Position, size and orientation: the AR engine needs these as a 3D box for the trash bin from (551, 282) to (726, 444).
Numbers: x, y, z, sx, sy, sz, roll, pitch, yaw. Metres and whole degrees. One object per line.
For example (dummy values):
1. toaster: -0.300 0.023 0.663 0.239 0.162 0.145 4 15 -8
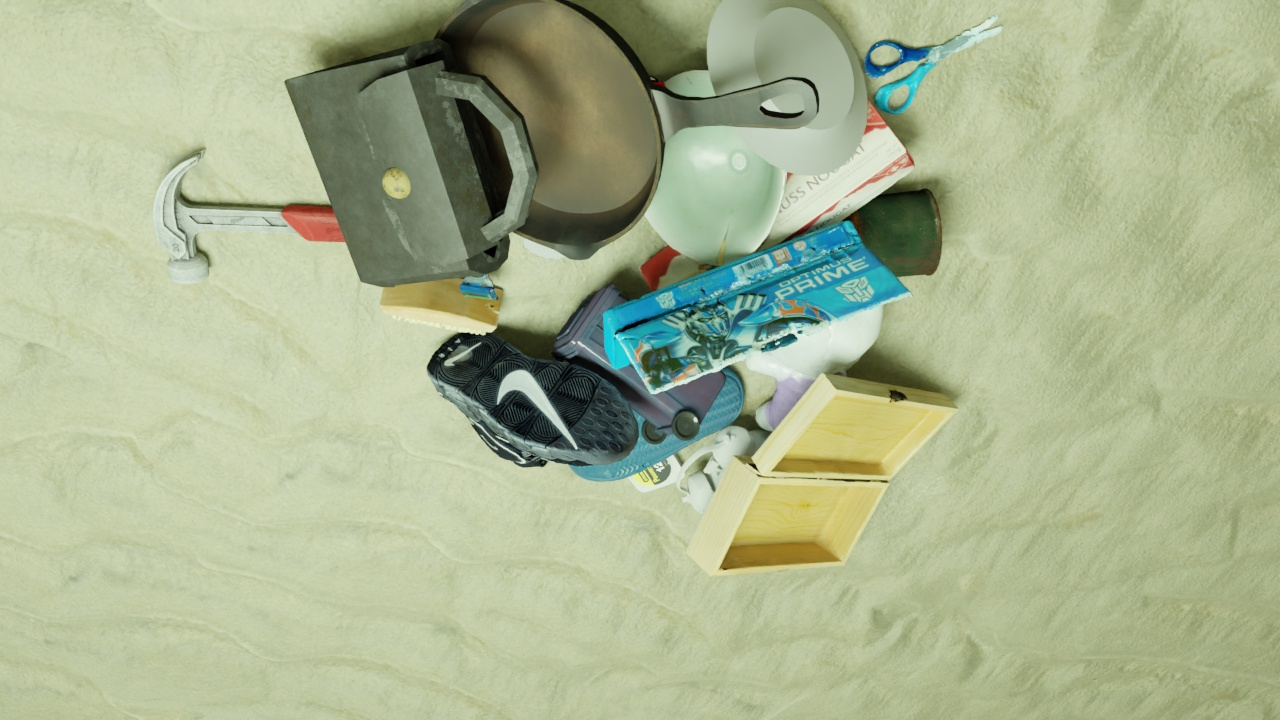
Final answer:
1. trash bin: -0.005 0.005 0.930 0.161 0.094 0.092 37 73 -11

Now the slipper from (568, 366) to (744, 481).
1. slipper: 0.012 0.060 1.019 0.213 0.059 0.104 -22 115 -7

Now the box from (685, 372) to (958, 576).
1. box: 0.203 0.127 1.006 0.246 0.076 0.258 8 126 -44

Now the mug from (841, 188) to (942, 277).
1. mug: 0.242 -0.115 0.910 0.081 0.084 0.111 -6 152 1

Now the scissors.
1. scissors: 0.269 -0.283 0.836 0.134 0.016 0.073 -28 119 13

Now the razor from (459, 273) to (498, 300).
1. razor: -0.166 -0.121 0.873 0.044 0.018 0.141 11 129 27

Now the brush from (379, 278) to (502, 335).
1. brush: -0.202 -0.057 0.930 0.117 0.049 0.039 11 145 -13

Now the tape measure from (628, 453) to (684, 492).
1. tape measure: 0.014 0.123 1.083 0.065 0.016 0.064 -24 122 11

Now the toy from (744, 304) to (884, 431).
1. toy: 0.182 -0.001 0.977 0.137 0.085 0.210 -3 129 -1

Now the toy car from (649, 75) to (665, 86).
1. toy car: -0.022 -0.243 0.826 0.089 0.025 0.038 17 121 -2

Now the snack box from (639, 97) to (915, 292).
1. snack box: 0.124 -0.137 0.882 0.273 0.076 0.044 -35 154 18

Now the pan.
1. pan: -0.022 -0.203 0.758 0.357 0.043 0.249 3 127 29

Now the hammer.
1. hammer: -0.298 -0.132 0.882 0.315 0.036 0.126 2 121 -7

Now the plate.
1. plate: 0.134 -0.242 0.774 0.172 0.172 0.019 30 157 -22

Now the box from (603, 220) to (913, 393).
1. box: 0.090 -0.056 0.813 0.243 0.167 0.075 -21 103 -9

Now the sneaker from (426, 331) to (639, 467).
1. sneaker: -0.101 0.071 0.942 0.253 0.097 0.151 23 151 33

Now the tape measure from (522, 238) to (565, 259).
1. tape measure: -0.084 -0.130 0.905 0.062 0.020 0.060 3 123 -6

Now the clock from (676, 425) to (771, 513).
1. clock: 0.113 0.131 1.045 0.159 0.061 0.120 7 127 -35

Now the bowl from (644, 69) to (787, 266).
1. bowl: 0.076 -0.181 0.850 0.174 0.067 0.174 18 121 34

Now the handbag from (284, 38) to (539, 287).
1. handbag: -0.175 -0.160 0.769 0.200 0.102 0.197 -4 115 27
